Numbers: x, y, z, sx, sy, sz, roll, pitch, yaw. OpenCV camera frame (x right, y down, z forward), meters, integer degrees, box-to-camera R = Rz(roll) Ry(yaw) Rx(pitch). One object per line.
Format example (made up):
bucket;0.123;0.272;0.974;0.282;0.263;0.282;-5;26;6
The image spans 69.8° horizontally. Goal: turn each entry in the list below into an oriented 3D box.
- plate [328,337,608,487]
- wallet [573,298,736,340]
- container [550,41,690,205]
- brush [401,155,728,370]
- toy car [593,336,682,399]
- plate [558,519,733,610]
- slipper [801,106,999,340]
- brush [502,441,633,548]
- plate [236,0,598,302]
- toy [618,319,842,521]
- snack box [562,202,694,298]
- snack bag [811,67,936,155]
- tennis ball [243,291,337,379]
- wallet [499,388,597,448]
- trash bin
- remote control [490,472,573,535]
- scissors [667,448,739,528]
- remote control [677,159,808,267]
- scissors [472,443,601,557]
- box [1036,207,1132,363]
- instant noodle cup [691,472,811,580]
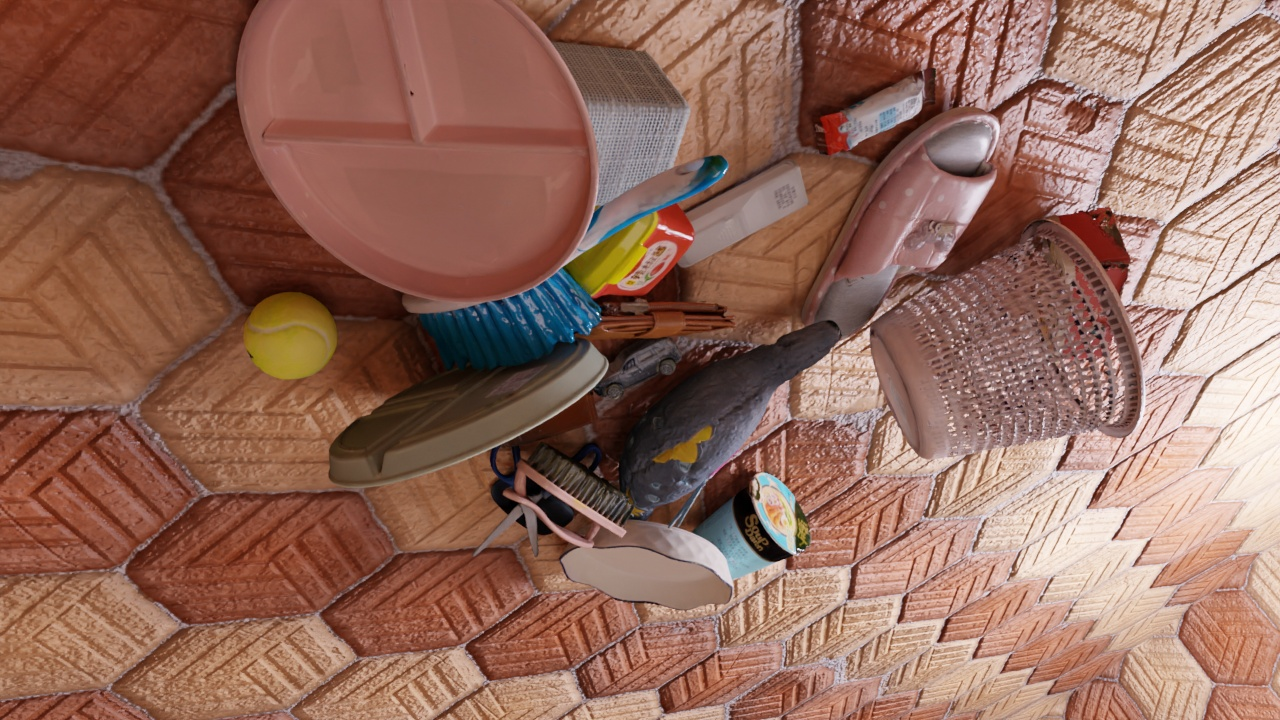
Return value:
plate;-0.136;0.032;0.712;0.230;0.230;0.027;-22;104;-4
wallet;0.001;-0.034;0.788;0.131;0.031;0.108;-3;179;-26
container;-0.036;-0.160;0.622;0.111;0.090;0.090;-7;138;-26
brush;-0.056;-0.061;0.647;0.315;0.060;0.109;-9;132;34
toy car;-0.005;0.005;0.862;0.090;0.043;0.034;-26;114;-3
plate;0.008;0.237;1.064;0.205;0.045;0.205;9;151;5
slipper;0.239;-0.109;0.849;0.114;0.054;0.275;1;136;-30
brush;-0.074;0.137;0.917;0.073;0.063;0.145;-53;134;-3
plate;-0.134;-0.135;0.562;0.229;0.028;0.230;8;130;10
toy;0.058;0.075;0.934;0.137;0.091;0.357;-5;146;-50
snack box;-0.012;-0.098;0.717;0.091;0.082;0.080;-46;150;26
snack bag;0.190;-0.201;0.742;0.104;0.026;0.048;-28;148;2
tennis ball;-0.259;-0.018;0.680;0.065;0.065;0.066;-15;140;-13
wallet;-0.092;0.042;0.840;0.101;0.032;0.125;-20;160;-7
trash bin;0.343;-0.001;0.906;0.192;0.227;0.228;-20;142;4
remote control;-0.114;0.161;0.993;0.053;0.024;0.136;-32;141;5
scissors;0.073;0.127;0.983;0.017;0.137;0.094;40;144;-6
remote control;0.081;-0.122;0.776;0.125;0.024;0.049;-28;142;3
scissors;-0.113;0.136;0.947;0.175;0.012;0.162;-36;131;-8
box;0.471;-0.079;0.969;0.077;0.091;0.168;-7;144;13
instant noodle cup;0.128;0.213;1.126;0.121;0.111;0.111;-37;141;29
